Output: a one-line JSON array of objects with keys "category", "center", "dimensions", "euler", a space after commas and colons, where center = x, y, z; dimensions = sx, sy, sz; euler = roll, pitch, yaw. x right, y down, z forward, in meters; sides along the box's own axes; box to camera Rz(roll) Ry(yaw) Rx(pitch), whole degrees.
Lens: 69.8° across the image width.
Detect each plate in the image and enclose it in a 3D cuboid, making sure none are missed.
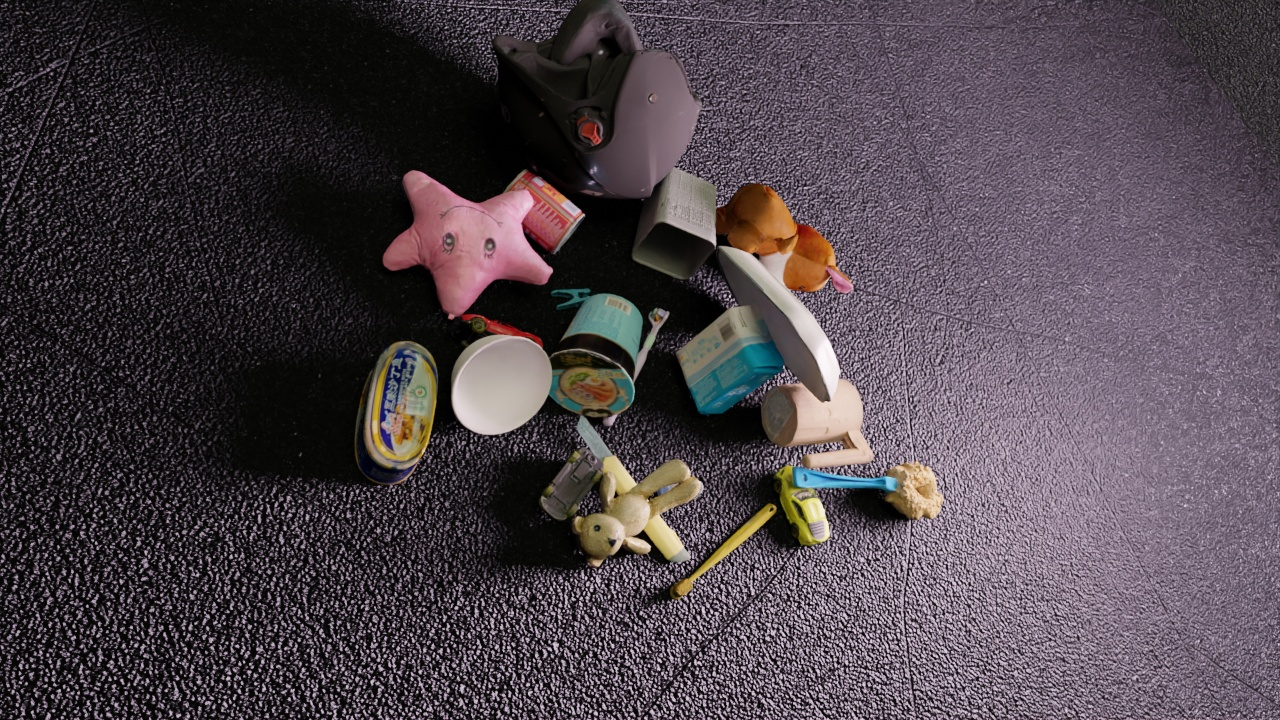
[{"category": "plate", "center": [0.173, -0.054, 1.146], "dimensions": [0.034, 0.162, 0.265], "euler": [-31, 38, -2]}]

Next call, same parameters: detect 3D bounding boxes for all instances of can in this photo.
[{"category": "can", "center": [-0.254, 0.053, 0.961], "dimensions": [0.074, 0.049, 0.148], "euler": [14, 59, -21]}, {"category": "can", "center": [-0.125, -0.187, 1.150], "dimensions": [0.094, 0.067, 0.066], "euler": [39, 53, -4]}]

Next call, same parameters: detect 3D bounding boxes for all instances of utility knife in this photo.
[{"category": "utility knife", "center": [-0.011, 0.150, 1.059], "dimensions": [0.030, 0.021, 0.207], "euler": [-34, 90, -35]}]

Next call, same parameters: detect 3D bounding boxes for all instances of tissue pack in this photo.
[{"category": "tissue pack", "center": [0.111, 0.001, 1.133], "dimensions": [0.063, 0.140, 0.090], "euler": [2, 58, -42]}]

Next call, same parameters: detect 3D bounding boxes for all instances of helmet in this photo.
[{"category": "helmet", "center": [-0.060, -0.320, 1.159], "dimensions": [0.274, 0.231, 0.233], "euler": [1, 34, -23]}]

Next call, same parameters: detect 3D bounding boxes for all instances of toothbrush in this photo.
[{"category": "toothbrush", "center": [0.102, 0.222, 1.082], "dimensions": [0.189, 0.017, 0.015], "euler": [-32, 83, -37]}, {"category": "toothbrush", "center": [-0.007, 0.007, 1.140], "dimensions": [0.021, 0.029, 0.188], "euler": [59, 43, -38]}]

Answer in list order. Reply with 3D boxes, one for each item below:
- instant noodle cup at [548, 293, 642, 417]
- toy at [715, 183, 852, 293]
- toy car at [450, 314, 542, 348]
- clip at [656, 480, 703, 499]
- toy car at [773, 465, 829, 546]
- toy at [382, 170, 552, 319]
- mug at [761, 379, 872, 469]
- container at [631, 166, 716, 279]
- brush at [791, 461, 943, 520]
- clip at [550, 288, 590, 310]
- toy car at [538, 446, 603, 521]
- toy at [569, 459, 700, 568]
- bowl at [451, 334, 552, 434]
[{"category": "instant noodle cup", "center": [-0.048, -0.012, 1.082], "dimensions": [0.111, 0.111, 0.120], "euler": [29, 45, -12]}, {"category": "toy", "center": [0.193, -0.153, 1.275], "dimensions": [0.199, 0.131, 0.140], "euler": [24, 16, -28]}, {"category": "toy car", "center": [-0.165, -0.026, 1.052], "dimensions": [0.106, 0.049, 0.031], "euler": [20, 56, -17]}, {"category": "clip", "center": [0.046, 0.156, 1.090], "dimensions": [0.057, 0.033, 0.025], "euler": [-6, 65, -23]}, {"category": "toy car", "center": [0.204, 0.180, 1.152], "dimensions": [0.048, 0.032, 0.105], "euler": [-8, 67, -31]}, {"category": "toy", "center": [-0.197, -0.128, 1.073], "dimensions": [0.194, 0.075, 0.178], "euler": [10, 74, -13]}, {"category": "mug", "center": [0.228, 0.084, 1.178], "dimensions": [0.103, 0.084, 0.124], "euler": [-3, 52, -28]}, {"category": "container", "center": [0.048, -0.188, 1.232], "dimensions": [0.090, 0.090, 0.114], "euler": [20, 54, -18]}, {"category": "brush", "center": [0.296, 0.162, 1.193], "dimensions": [0.254, 0.046, 0.083], "euler": [10, 67, -28]}, {"category": "clip", "center": [-0.085, -0.079, 1.147], "dimensions": [0.056, 0.014, 0.040], "euler": [-12, 71, -33]}, {"category": "toy car", "center": [-0.078, 0.139, 1.019], "dimensions": [0.042, 0.035, 0.090], "euler": [39, 53, -3]}, {"category": "toy", "center": [-0.003, 0.167, 1.017], "dimensions": [0.157, 0.066, 0.105], "euler": [-31, 107, -22]}, {"category": "bowl", "center": [-0.164, 0.015, 1.012], "dimensions": [0.118, 0.118, 0.065], "euler": [-10, 31, -32]}]
